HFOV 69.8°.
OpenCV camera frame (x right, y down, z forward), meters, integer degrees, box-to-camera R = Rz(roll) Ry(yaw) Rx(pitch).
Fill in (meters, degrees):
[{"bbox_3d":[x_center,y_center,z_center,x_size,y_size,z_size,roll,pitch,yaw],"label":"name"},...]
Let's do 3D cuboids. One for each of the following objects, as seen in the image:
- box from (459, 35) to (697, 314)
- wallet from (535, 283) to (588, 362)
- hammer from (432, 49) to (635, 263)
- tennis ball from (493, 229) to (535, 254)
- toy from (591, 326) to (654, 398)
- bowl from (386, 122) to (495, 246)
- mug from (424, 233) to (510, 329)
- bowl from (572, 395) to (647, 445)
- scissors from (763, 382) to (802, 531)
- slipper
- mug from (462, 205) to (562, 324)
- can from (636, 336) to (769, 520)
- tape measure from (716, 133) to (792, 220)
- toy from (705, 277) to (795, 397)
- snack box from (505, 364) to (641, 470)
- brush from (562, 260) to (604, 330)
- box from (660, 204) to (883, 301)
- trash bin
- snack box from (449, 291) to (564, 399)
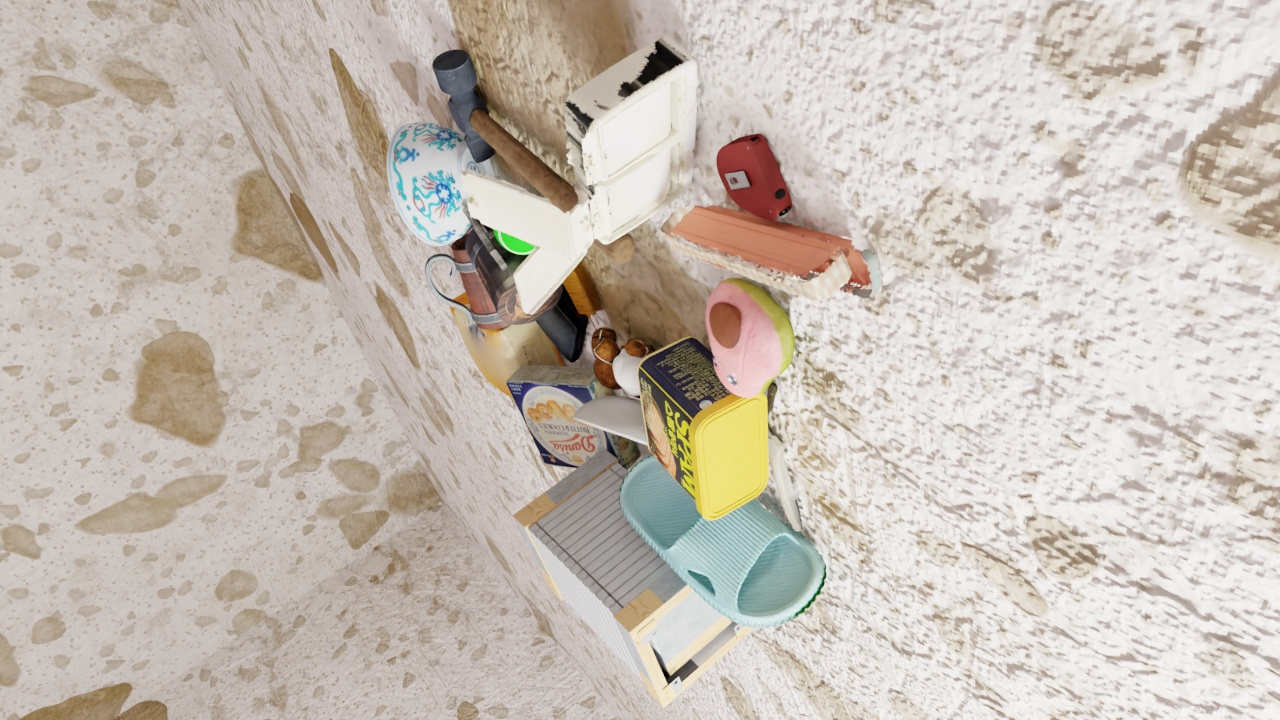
[{"bbox_3d":[-0.025,-0.118,0.642,0.080,0.180,0.144,47,165,22],"label":"box"},{"bbox_3d":[-0.103,-0.053,1.136,0.089,0.026,0.115,50,159,15],"label":"wallet"},{"bbox_3d":[-0.104,-0.187,0.908,0.322,0.040,0.129,45,161,36],"label":"hammer"},{"bbox_3d":[-0.127,-0.147,0.994,0.065,0.065,0.065,47,157,26],"label":"tennis ball"},{"bbox_3d":[-0.006,0.006,0.962,0.113,0.067,0.087,-5,136,48],"label":"toy"},{"bbox_3d":[-0.216,-0.210,1.059,0.074,0.143,0.144,-8,121,24],"label":"bowl"},{"bbox_3d":[-0.212,-0.101,1.189,0.081,0.117,0.111,-121,12,-61],"label":"mug"},{"bbox_3d":[0.004,0.068,0.987,0.149,0.043,0.149,19,175,2],"label":"bowl"},{"bbox_3d":[0.113,0.083,0.867,0.179,0.015,0.199,57,159,2],"label":"scissors"},{"bbox_3d":[0.065,0.173,0.946,0.276,0.116,0.069,32,174,43],"label":"slipper"},{"bbox_3d":[-0.155,-0.114,1.050,0.107,0.080,0.116,57,-177,31],"label":"mug"},{"bbox_3d":[0.056,0.060,0.842,0.104,0.075,0.135,45,153,43],"label":"can"},{"bbox_3d":[0.076,-0.124,0.636,0.051,0.019,0.059,10,130,63],"label":"tape measure"},{"bbox_3d":[0.087,-0.012,0.732,0.090,0.051,0.110,46,158,31],"label":"toy"},{"bbox_3d":[-0.087,0.076,1.196,0.145,0.042,0.145,1,125,37],"label":"snack box"},{"bbox_3d":[-0.062,-0.072,1.028,0.048,0.017,0.126,10,130,63],"label":"brush"},{"bbox_3d":[0.085,-0.075,0.647,0.067,0.057,0.187,31,179,-36],"label":"box"},{"bbox_3d":[-0.010,0.248,1.084,0.247,0.142,0.142,32,149,47],"label":"trash bin"},{"bbox_3d":[-0.192,-0.018,1.309,0.195,0.080,0.145,25,143,54],"label":"snack box"}]
